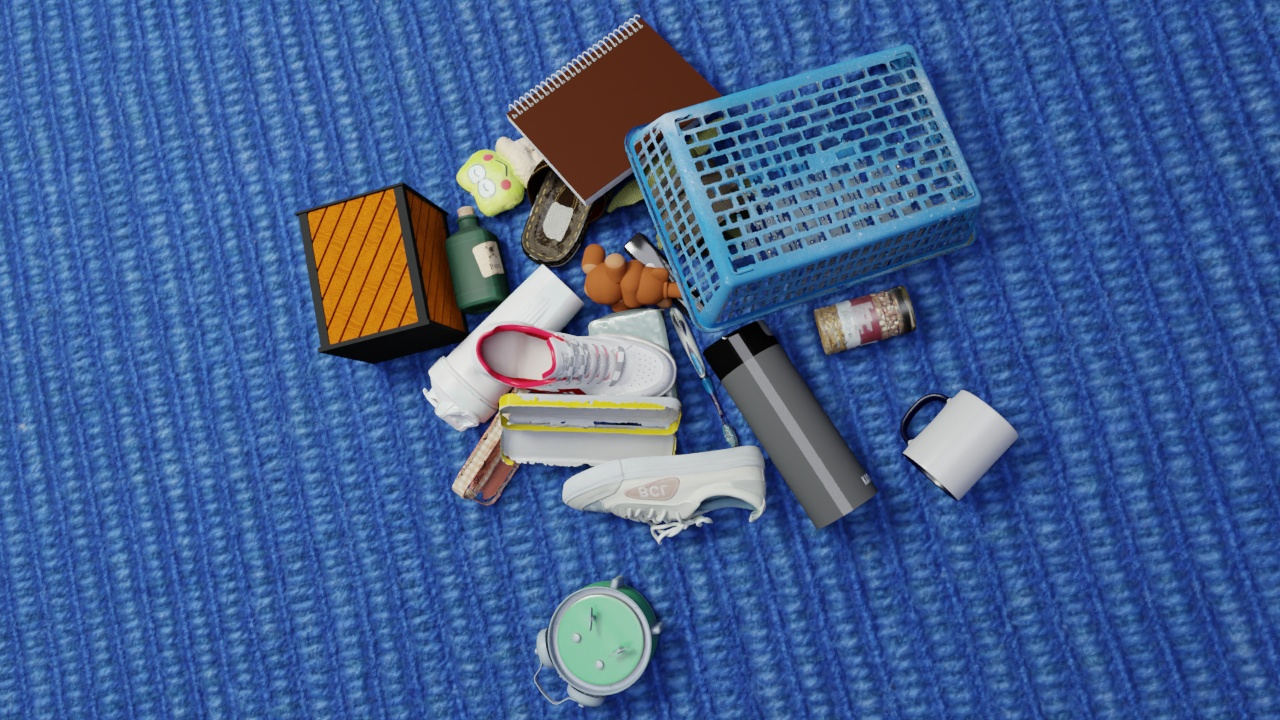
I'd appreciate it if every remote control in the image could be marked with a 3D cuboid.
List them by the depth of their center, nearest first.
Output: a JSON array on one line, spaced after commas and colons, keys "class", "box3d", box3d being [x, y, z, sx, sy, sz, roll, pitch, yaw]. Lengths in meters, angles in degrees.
[{"class": "remote control", "box3d": [0.034, -0.101, 1.133, 0.032, 0.015, 0.136, -43, 79, 4]}]

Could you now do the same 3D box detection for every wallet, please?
[{"class": "wallet", "box3d": [-0.007, 0.006, 1.113, 0.100, 0.054, 0.131, -9, 85, 17]}]

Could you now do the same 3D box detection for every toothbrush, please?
[{"class": "toothbrush", "box3d": [0.076, 0.019, 1.112, 0.016, 0.017, 0.189, -26, 81, 15]}]

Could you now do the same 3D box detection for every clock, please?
[{"class": "clock", "box3d": [-0.057, 0.337, 1.076, 0.161, 0.075, 0.122, -44, 79, 4]}]

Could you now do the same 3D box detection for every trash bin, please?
[{"class": "trash bin", "box3d": [-0.313, -0.101, 1.134, 0.140, 0.139, 0.171, -14, 82, 9]}]

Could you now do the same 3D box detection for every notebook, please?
[{"class": "notebook", "box3d": [-0.034, -0.306, 1.107, 0.209, 0.022, 0.171, -38, 70, -7]}]

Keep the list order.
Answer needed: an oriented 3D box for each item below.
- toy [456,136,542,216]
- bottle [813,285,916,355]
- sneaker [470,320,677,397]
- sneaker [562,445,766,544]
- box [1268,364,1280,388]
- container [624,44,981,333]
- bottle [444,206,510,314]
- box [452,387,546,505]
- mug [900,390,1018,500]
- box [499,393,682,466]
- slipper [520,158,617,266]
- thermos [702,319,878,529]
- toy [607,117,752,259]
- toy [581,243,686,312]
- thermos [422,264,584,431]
[{"class": "toy", "box3d": [-0.173, -0.241, 1.171, 0.115, 0.046, 0.092, -37, 76, -3]}, {"class": "bottle", "box3d": [0.260, -0.047, 1.065, 0.105, 0.056, 0.056, -16, 82, 8]}, {"class": "sneaker", "box3d": [-0.075, 0.004, 1.032, 0.236, 0.104, 0.090, 12, 92, -2]}, {"class": "sneaker", "box3d": [0.028, 0.163, 1.068, 0.242, 0.089, 0.090, -8, 68, 6]}, {"class": "box", "box3d": [0.821, -0.019, 0.961, 0.215, 0.165, 0.153, -13, 38, 8]}, {"class": "container", "box3d": [0.193, -0.207, 1.022, 0.362, 0.089, 0.257, -19, 81, -10]}, {"class": "bottle", "box3d": [-0.208, -0.130, 1.157, 0.061, 0.061, 0.131, -14, 82, 11]}, {"class": "box", "box3d": [-0.159, 0.094, 1.124, 0.042, 0.082, 0.187, 35, 93, 24]}, {"class": "mug", "box3d": [0.346, 0.085, 1.032, 0.097, 0.078, 0.112, -48, 50, 3]}, {"class": "box", "box3d": [-0.059, 0.083, 1.068, 0.209, 0.130, 0.036, 1, 48, -4]}, {"class": "slipper", "box3d": [-0.070, -0.241, 1.135, 0.113, 0.075, 0.268, 29, 90, 11]}, {"class": "thermos", "box3d": [0.170, 0.069, 1.057, 0.082, 0.082, 0.240, -33, 80, 6]}, {"class": "toy", "box3d": [0.066, -0.194, 1.105, 0.179, 0.078, 0.152, -37, 75, 2]}, {"class": "toy", "box3d": [-0.008, -0.097, 1.109, 0.128, 0.095, 0.065, 6, 54, 11]}, {"class": "thermos", "box3d": [-0.169, -0.015, 1.123, 0.099, 0.099, 0.220, 43, 90, 11]}]
